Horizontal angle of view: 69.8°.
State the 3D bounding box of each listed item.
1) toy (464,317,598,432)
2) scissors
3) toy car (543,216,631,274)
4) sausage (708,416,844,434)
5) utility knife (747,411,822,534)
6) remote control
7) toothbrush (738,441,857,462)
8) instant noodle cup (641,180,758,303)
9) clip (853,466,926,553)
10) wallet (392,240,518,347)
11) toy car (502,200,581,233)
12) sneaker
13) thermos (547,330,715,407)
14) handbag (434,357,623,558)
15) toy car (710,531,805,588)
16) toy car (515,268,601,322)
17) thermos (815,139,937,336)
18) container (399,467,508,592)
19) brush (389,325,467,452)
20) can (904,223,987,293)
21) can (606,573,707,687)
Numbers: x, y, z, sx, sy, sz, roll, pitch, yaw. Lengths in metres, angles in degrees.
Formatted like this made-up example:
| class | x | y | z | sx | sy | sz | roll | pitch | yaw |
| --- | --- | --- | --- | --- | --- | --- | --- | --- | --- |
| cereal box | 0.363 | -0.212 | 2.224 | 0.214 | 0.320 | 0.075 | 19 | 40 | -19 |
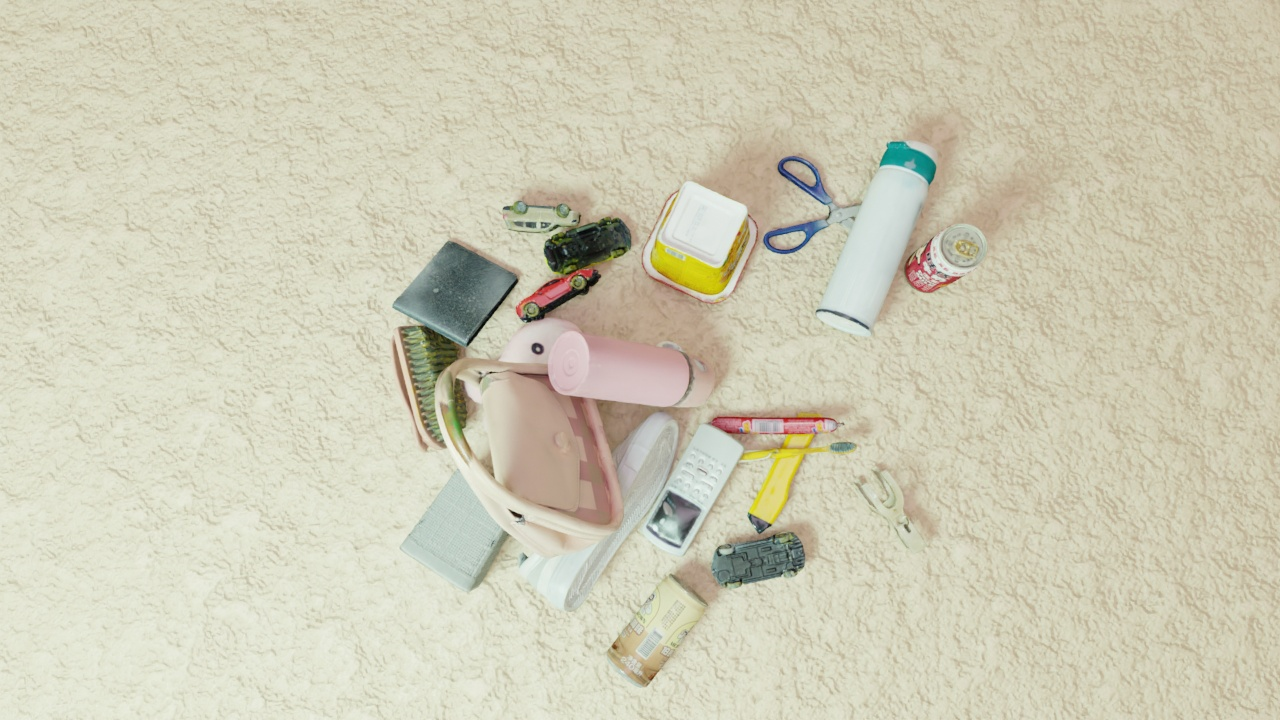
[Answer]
| class | x | y | z | sx | sy | sz | roll | pitch | yaw |
| --- | --- | --- | --- | --- | --- | --- | --- | --- | --- |
| toy | -0.120 | 0.024 | 1.047 | 0.159 | 0.054 | 0.121 | -30 | 87 | 6 |
| scissors | 0.217 | -0.173 | 1.073 | 0.162 | 0.012 | 0.175 | -35 | 86 | -3 |
| toy car | -0.061 | -0.132 | 1.069 | 0.105 | 0.032 | 0.048 | -20 | 84 | -12 |
| sausage | 0.151 | 0.074 | 1.037 | 0.156 | 0.020 | 0.020 | 0 | 84 | 12 |
| utility knife | 0.165 | 0.126 | 1.042 | 0.033 | 0.015 | 0.153 | 27 | 86 | 14 |
| remote control | 0.058 | 0.146 | 1.031 | 0.058 | 0.021 | 0.150 | 30 | 92 | 14 |
| toothbrush | 0.146 | 0.104 | 1.032 | 0.191 | 0.018 | 0.016 | -6 | 75 | 11 |
| instant noodle cup | 0.067 | -0.137 | 1.018 | 0.116 | 0.123 | 0.116 | 25 | 86 | 4 |
| clip | 0.279 | 0.165 | 1.037 | 0.035 | 0.084 | 0.104 | -36 | 109 | -3 |
| wallet | -0.209 | -0.079 | 1.048 | 0.097 | 0.019 | 0.120 | 29 | 54 | 4 |
| toy car | -0.114 | -0.166 | 1.068 | 0.090 | 0.042 | 0.035 | 2 | 94 | 3 |
| sneaker | -0.049 | 0.153 | 1.019 | 0.091 | 0.089 | 0.242 | 29 | 79 | 27 |
| thermos | -0.006 | 0.006 | 0.984 | 0.067 | 0.198 | 0.087 | -47 | 54 | 32 |
| handbag | -0.121 | 0.080 | 0.891 | 0.093 | 0.234 | 0.193 | -27 | 60 | 19 |
| toy car | 0.131 | 0.222 | 1.026 | 0.105 | 0.031 | 0.049 | -12 | 93 | 4 |
| toy car | -0.095 | -0.078 | 1.055 | 0.106 | 0.049 | 0.031 | -28 | 86 | 0 |
| thermos | 0.272 | -0.141 | 1.034 | 0.073 | 0.073 | 0.224 | 23 | 85 | 4 |
| container | -0.190 | 0.180 | 1.015 | 0.090 | 0.090 | 0.114 | 32 | 83 | 4 |
| brush | -0.243 | 0.031 | 1.047 | 0.073 | 0.063 | 0.145 | -16 | 86 | 29 |
| can | 0.331 | -0.110 | 1.002 | 0.053 | 0.133 | 0.053 | 0 | 85 | 2 |
| can | 0.018 | 0.297 | 1.010 | 0.058 | 0.058 | 0.116 | 38 | 86 | 5 |
